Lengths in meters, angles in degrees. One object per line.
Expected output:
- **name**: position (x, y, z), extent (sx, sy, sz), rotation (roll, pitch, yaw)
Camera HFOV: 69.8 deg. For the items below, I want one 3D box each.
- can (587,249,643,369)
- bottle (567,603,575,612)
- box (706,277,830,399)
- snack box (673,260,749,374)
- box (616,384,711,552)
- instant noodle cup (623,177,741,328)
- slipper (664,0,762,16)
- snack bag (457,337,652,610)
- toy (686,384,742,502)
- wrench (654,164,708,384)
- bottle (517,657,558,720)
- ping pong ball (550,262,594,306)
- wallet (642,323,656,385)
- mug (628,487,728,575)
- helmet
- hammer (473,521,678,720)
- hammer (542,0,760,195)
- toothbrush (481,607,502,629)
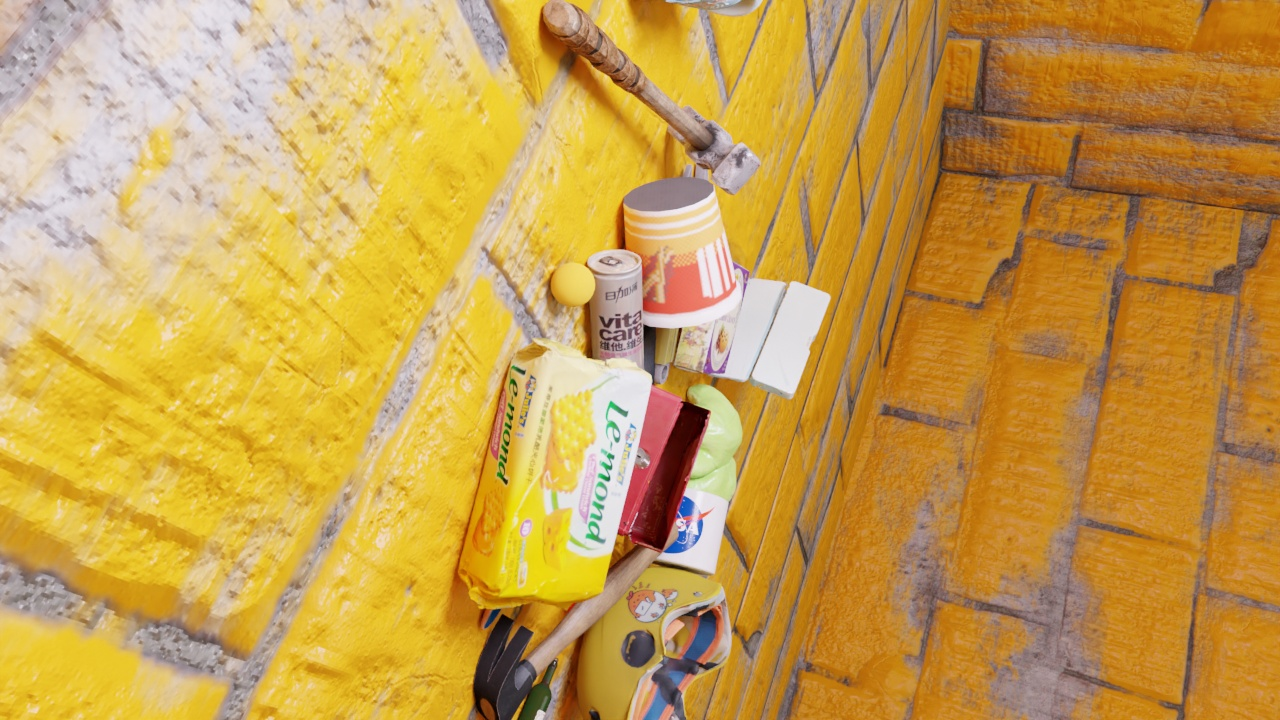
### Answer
- **can**: position (-0.024, -0.040, 0.924), extent (0.054, 0.054, 0.136), rotation (-49, 146, -50)
- **bottle**: position (-0.061, 0.232, 1.010), extent (0.036, 0.036, 0.119), rotation (-37, 135, -58)
- **box**: position (0.188, -0.040, 1.333), extent (0.041, 0.134, 0.196), rotation (91, 22, -53)
- **snack box**: position (0.093, -0.057, 1.182), extent (0.143, 0.041, 0.148), rotation (1, 103, -73)
- **box**: position (0.007, 0.111, 0.965), extent (0.129, 0.092, 0.157), rotation (79, 31, -81)
- **instant noodle cup**: position (0.038, -0.117, 0.959), extent (0.123, 0.124, 0.121), rotation (-51, 139, -48)
- **slipper**: position (0.030, -0.362, 0.821), extent (0.245, 0.104, 0.074), rotation (10, 94, -62)
- **snack bag**: position (-0.078, 0.105, 0.825), extent (0.159, 0.068, 0.247), rotation (20, 82, -56)
- **toy**: position (0.084, 0.142, 1.238), extent (0.149, 0.107, 0.197), rotation (-39, 129, -60)
- **wrench**: position (0.045, -0.105, 1.106), extent (0.083, 0.018, 0.273), rotation (-15, 116, -66)
- **bottle**: position (-0.111, 0.368, 0.979), extent (0.025, 0.025, 0.105), rotation (67, 42, -56)
- **ping pong ball**: position (-0.061, -0.069, 0.833), extent (0.040, 0.040, 0.040), rotation (13, 89, -68)
- **wallet**: position (-0.006, 0.006, 1.033), extent (0.089, 0.026, 0.115), rotation (-48, 145, -53)
- **mug**: position (0.041, 0.208, 1.133), extent (0.091, 0.121, 0.090), rotation (44, 56, -59)
- **helmet**: position (-0.004, 0.349, 1.091), extent (0.239, 0.140, 0.209), rotation (-49, 147, -27)
- **hammer**: position (-0.055, 0.259, 0.966), extent (0.304, 0.040, 0.132), rotation (-37, 137, -42)
- **hammer**: position (0.009, -0.247, 0.855), extent (0.049, 0.121, 0.318), rotation (-49, 153, 13)
- **toothbrush**: position (-0.119, 0.192, 0.873), extent (0.134, 0.017, 0.021), rotation (-68, 154, -23)
